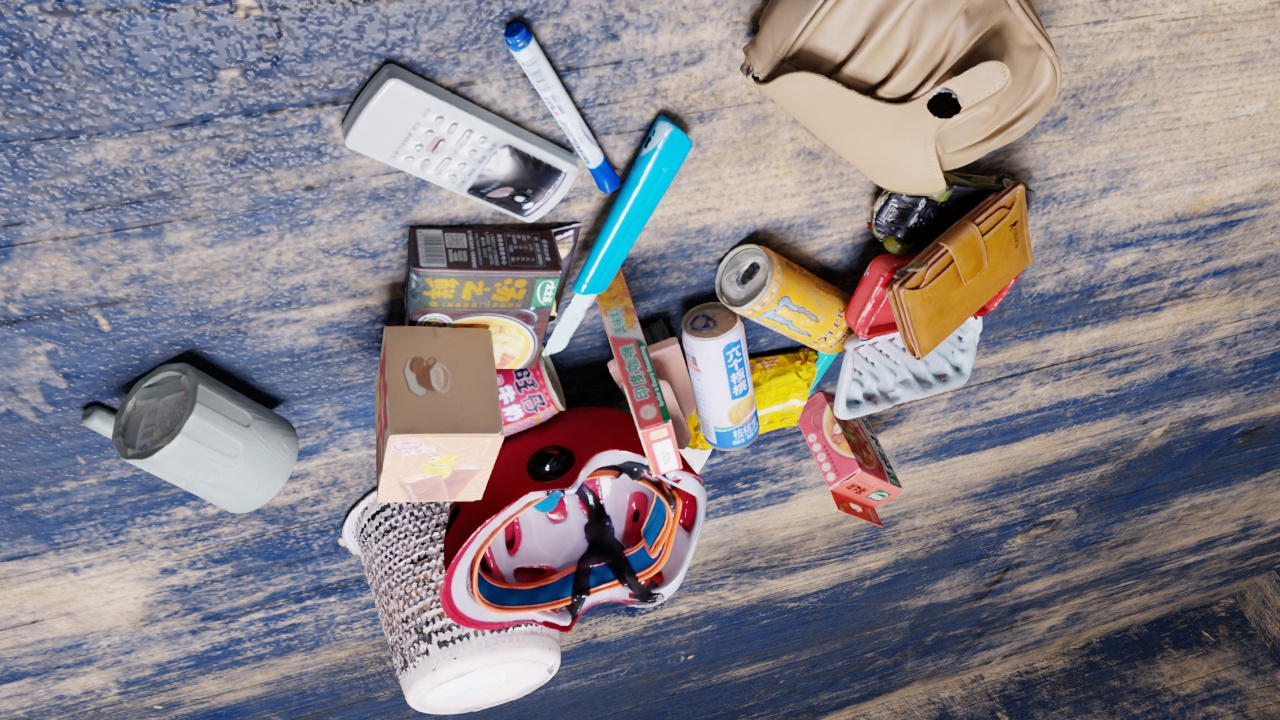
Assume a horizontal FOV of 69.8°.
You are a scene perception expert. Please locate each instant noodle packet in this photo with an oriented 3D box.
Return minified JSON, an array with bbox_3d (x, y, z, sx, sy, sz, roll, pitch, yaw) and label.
[{"bbox_3d":[0.106,0.038,0.913,0.128,0.044,0.111,-12,140,-17],"label":"instant noodle packet"}]

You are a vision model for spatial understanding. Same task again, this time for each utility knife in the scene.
[{"bbox_3d":[0.182,0.001,0.925,0.029,0.013,0.179,-7,146,-24],"label":"utility knife"},{"bbox_3d":[-0.022,-0.081,0.663,0.034,0.018,0.209,5,128,-40],"label":"utility knife"}]

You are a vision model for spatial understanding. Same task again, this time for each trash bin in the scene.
[{"bbox_3d":[-0.174,0.237,0.925,0.227,0.192,0.228,-13,146,-9],"label":"trash bin"}]

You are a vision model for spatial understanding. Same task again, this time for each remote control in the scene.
[{"bbox_3d":[-0.109,-0.131,0.579,0.150,0.021,0.058,18,132,-42],"label":"remote control"}]

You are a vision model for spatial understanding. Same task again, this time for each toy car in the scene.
[{"bbox_3d":[0.257,-0.123,0.756,0.158,0.042,0.070,-2,140,-29],"label":"toy car"}]

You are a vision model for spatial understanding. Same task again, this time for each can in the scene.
[{"bbox_3d":[0.071,0.016,0.807,0.053,0.053,0.135,-17,130,-3],"label":"can"},{"bbox_3d":[-0.116,0.029,0.765,0.094,0.066,0.066,-20,147,2],"label":"can"},{"bbox_3d":[0.130,-0.050,0.783,0.058,0.058,0.146,-40,142,28],"label":"can"}]

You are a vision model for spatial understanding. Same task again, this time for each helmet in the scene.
[{"bbox_3d":[-0.070,0.131,0.817,0.239,0.143,0.207,-12,133,-16],"label":"helmet"}]

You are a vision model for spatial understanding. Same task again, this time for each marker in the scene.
[{"bbox_3d":[-0.047,-0.155,0.580,0.017,0.017,0.146,-25,146,9],"label":"marker"}]

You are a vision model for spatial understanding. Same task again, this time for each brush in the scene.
[{"bbox_3d":[0.017,0.029,0.829,0.063,0.073,0.146,-21,149,1],"label":"brush"}]

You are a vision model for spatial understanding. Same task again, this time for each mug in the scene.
[{"bbox_3d":[-0.343,0.060,0.696,0.124,0.083,0.103,-4,151,22],"label":"mug"}]

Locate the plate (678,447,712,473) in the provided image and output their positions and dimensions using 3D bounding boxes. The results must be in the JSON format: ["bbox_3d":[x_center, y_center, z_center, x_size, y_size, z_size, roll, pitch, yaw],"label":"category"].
[{"bbox_3d":[0.002,0.125,0.995,0.163,0.034,0.165,-4,143,-21],"label":"plate"}]

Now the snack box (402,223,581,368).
[{"bbox_3d":[-0.111,-0.046,0.681,0.125,0.053,0.113,0,143,-18],"label":"snack box"}]

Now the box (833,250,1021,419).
[{"bbox_3d":[0.257,-0.031,0.830,0.200,0.050,0.161,-10,127,-36],"label":"box"}]

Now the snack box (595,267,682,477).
[{"bbox_3d":[-0.004,0.004,0.704,0.027,0.155,0.077,-17,147,-2],"label":"snack box"}]

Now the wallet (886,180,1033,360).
[{"bbox_3d":[0.258,-0.076,0.740,0.130,0.035,0.119,-40,143,-3],"label":"wallet"}]

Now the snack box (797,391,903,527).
[{"bbox_3d":[0.232,0.108,1.002,0.044,0.127,0.113,-36,144,24],"label":"snack box"}]

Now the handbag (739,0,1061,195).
[{"bbox_3d":[0.169,-0.184,0.573,0.148,0.099,0.204,-37,140,30],"label":"handbag"}]

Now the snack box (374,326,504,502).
[{"bbox_3d":[-0.148,0.040,0.660,0.077,0.092,0.095,2,144,-20],"label":"snack box"}]
